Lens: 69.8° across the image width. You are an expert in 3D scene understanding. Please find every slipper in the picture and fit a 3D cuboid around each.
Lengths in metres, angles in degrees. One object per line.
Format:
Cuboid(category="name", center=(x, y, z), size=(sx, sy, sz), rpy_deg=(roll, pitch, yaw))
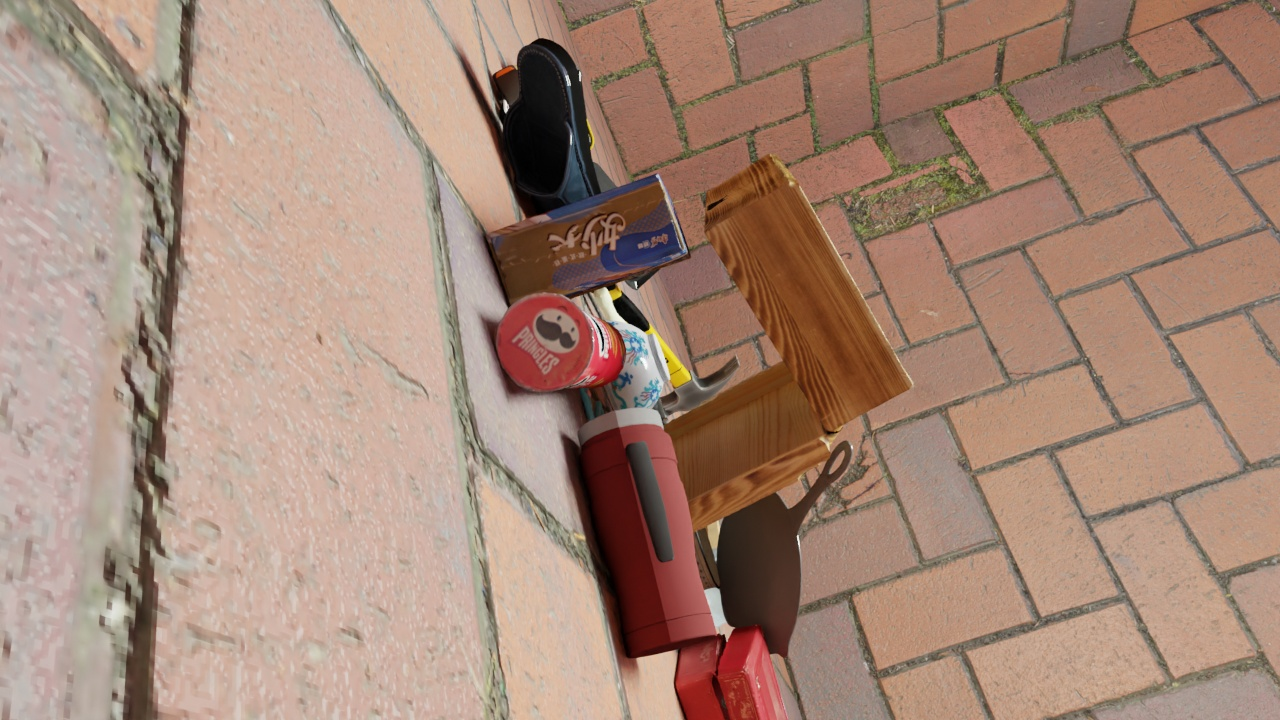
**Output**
Cuboid(category="slipper", center=(-0.106, -0.206, 0.998), size=(0.109, 0.083, 0.266), rpy_deg=(29, -38, 34))

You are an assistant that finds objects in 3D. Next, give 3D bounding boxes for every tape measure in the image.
Cuboid(category="tape measure", center=(-0.150, -0.311, 1.083), size=(0.058, 0.038, 0.058), rpy_deg=(58, -5, 43))

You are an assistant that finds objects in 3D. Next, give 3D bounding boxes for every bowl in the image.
Cuboid(category="bowl", center=(-0.007, 0.007, 1.187), size=(0.144, 0.074, 0.144), rpy_deg=(-18, 89, -84))
Cuboid(category="bowl", center=(0.048, 0.221, 1.081), size=(0.115, 0.059, 0.115), rpy_deg=(-18, 89, -84))
Cuboid(category="bowl", center=(0.092, 0.291, 1.196), size=(0.106, 0.039, 0.106), rpy_deg=(-16, 112, -46))

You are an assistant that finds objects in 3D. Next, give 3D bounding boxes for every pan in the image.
Cuboid(category="pan", center=(0.146, 0.198, 1.013), size=(0.356, 0.024, 0.216), rpy_deg=(114, -29, -45))

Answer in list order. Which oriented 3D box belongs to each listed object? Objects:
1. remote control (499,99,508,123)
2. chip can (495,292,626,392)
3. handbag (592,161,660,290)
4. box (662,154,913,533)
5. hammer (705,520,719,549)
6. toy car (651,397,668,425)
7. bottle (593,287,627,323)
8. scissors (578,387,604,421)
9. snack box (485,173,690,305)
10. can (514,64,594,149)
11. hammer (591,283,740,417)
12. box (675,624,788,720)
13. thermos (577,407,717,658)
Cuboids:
Cuboid(category="remote control", center=(-0.139, -0.245, 1.081), size=(0.028, 0.012, 0.124), rpy_deg=(-102, 171, -51))
Cuboid(category="chip can", center=(-0.058, -0.010, 0.780), size=(0.233, 0.073, 0.073), rpy_deg=(16, 55, -84))
Cuboid(category="handbag", center=(-0.064, -0.189, 1.187), size=(0.175, 0.072, 0.195), rpy_deg=(52, 14, 13))
Cuboid(category="box", center=(0.085, -0.003, 0.990), size=(0.286, 0.337, 0.278), rpy_deg=(55, 12, -12))
Cuboid(category="hammer", center=(0.095, 0.239, 1.226), size=(0.039, 0.131, 0.329), rpy_deg=(-122, -162, -48))
Cuboid(category="toy car", center=(0.006, 0.069, 1.269), size=(0.041, 0.048, 0.112), rpy_deg=(111, -26, -45))
Cuboid(category="bottle", center=(-0.027, -0.035, 1.278), size=(0.185, 0.045, 0.045), rpy_deg=(65, 8, -47))
Cuboid(category="scissors", center=(-0.045, 0.077, 0.949), size=(0.095, 0.015, 0.142), rpy_deg=(62, 17, -57))
Cuboid(category="snack box", center=(-0.038, -0.105, 0.848), size=(0.202, 0.155, 0.069), rpy_deg=(-42, 115, -84))
Cuboid(category="can", center=(-0.122, -0.341, 1.249), size=(0.104, 0.075, 0.135), rpy_deg=(-70, 141, -77))
Cuboid(category="hammer", center=(0.019, -0.029, 1.353), size=(0.324, 0.170, 0.034), rpy_deg=(49, 19, -41))
Cuboid(category="box", center=(0.098, 0.376, 0.960), size=(0.129, 0.098, 0.157), rpy_deg=(-16, 90, -80))
Cuboid(category="thermos", center=(0.005, 0.141, 0.777), size=(0.108, 0.084, 0.198), rpy_deg=(105, -27, -65))
